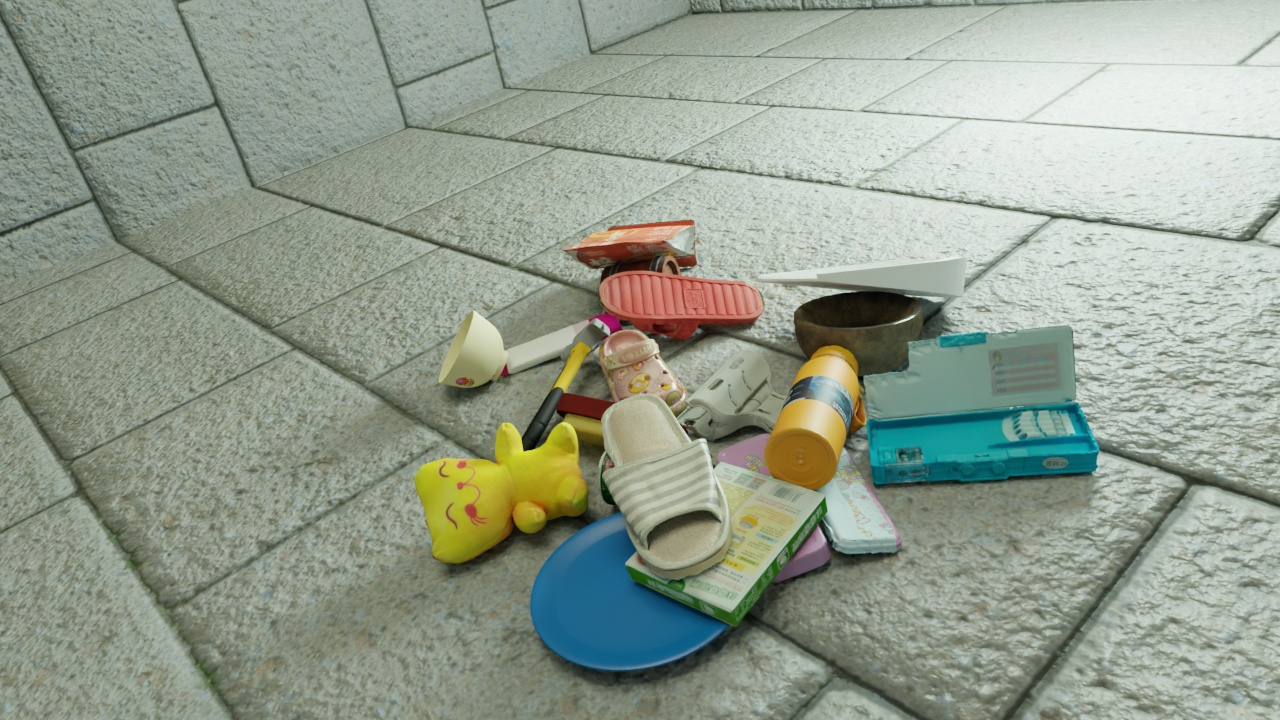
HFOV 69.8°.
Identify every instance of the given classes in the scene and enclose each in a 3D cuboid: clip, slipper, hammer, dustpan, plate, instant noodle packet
[{"bbox_3d":[0.124,0.041,1.138,0.152,0.105,0.126,2,34,44],"label":"clip"},{"bbox_3d":[0.018,0.115,0.957,0.114,0.054,0.272,-16,34,-5],"label":"slipper"},{"bbox_3d":[-0.007,0.007,1.230,0.093,0.082,0.197,-23,40,-9],"label":"slipper"},{"bbox_3d":[-0.117,0.053,1.221,0.127,0.029,0.322,-43,14,41],"label":"hammer"},{"bbox_3d":[0.315,-0.123,1.250,0.257,0.053,0.192,4,3,-18],"label":"dustpan"},{"bbox_3d":[0.002,0.227,0.917,0.224,0.024,0.224,-10,29,6],"label":"plate"},{"bbox_3d":[0.059,-0.078,1.375,0.248,0.059,0.103,3,51,-6],"label":"slipper"},{"bbox_3d":[-0.013,-0.191,1.501,0.164,0.084,0.220,-2,4,18],"label":"instant noodle packet"}]

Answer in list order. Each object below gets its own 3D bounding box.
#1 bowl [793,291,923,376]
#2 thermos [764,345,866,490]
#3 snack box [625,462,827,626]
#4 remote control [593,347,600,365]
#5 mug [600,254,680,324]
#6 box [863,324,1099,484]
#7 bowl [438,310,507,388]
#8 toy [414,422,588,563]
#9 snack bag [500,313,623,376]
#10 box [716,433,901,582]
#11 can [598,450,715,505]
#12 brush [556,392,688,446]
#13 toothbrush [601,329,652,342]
[{"bbox_3d":[0.282,-0.033,1.187,0.162,0.070,0.162,-7,20,2],"label":"bowl"},{"bbox_3d":[0.203,0.062,1.034,0.076,0.091,0.232,-15,18,26],"label":"thermos"},{"bbox_3d":[0.087,0.175,0.910,0.132,0.027,0.167,14,43,40],"label":"snack box"},{"bbox_3d":[-0.025,0.006,1.325,0.043,0.013,0.136,-25,31,-20],"label":"remote control"},{"bbox_3d":[-0.004,-0.109,1.467,0.111,0.081,0.117,-3,55,24],"label":"mug"},{"bbox_3d":[0.364,0.057,1.007,0.227,0.086,0.168,-6,65,13],"label":"box"},{"bbox_3d":[-0.240,-0.006,1.363,0.074,0.118,0.117,25,23,-18],"label":"bowl"},{"bbox_3d":[-0.154,0.149,1.053,0.193,0.087,0.134,-20,60,-7],"label":"toy"},{"bbox_3d":[-0.125,-0.025,1.409,0.196,0.016,0.070,-21,29,-3],"label":"snack bag"},{"bbox_3d":[0.174,0.144,0.984,0.151,0.041,0.214,-11,29,-4],"label":"box"},{"bbox_3d":[0.018,0.133,1.032,0.121,0.067,0.067,1,32,23],"label":"can"},{"bbox_3d":[-0.027,0.084,1.129,0.174,0.082,0.041,9,71,35],"label":"brush"},{"bbox_3d":[0.029,-0.052,1.407,0.186,0.012,0.017,-18,16,-8],"label":"toothbrush"}]
